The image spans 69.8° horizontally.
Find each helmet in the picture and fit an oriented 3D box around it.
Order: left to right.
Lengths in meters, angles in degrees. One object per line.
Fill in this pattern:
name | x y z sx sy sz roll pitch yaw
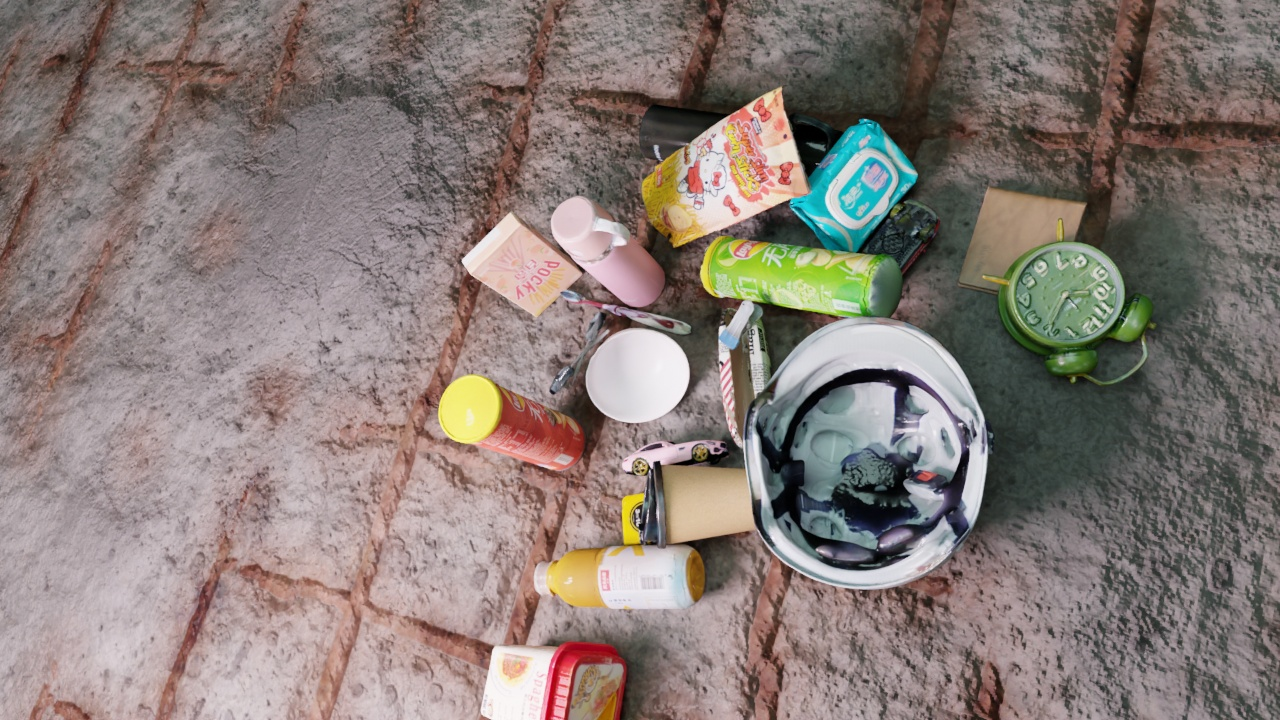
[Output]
helmet | 0.224 0.102 0.899 0.229 0.146 0.258 -4 64 19

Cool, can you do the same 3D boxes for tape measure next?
tape measure | 0.007 0.179 1.035 0.057 0.029 0.060 -12 70 21

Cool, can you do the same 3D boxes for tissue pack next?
tissue pack | 0.233 -0.186 1.011 0.133 0.093 0.050 -51 20 3

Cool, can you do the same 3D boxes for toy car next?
toy car | 0.039 0.107 1.030 0.122 0.056 0.037 -15 76 18
toy car | 0.275 -0.119 1.000 0.053 0.045 0.120 42 99 27

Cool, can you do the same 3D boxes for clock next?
clock | 0.425 -0.049 0.899 0.116 0.056 0.161 -39 76 10

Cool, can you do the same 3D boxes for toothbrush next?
toothbrush | -0.021 -0.061 1.127 0.188 0.017 0.016 17 82 28

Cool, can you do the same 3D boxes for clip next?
clip | 0.109 -0.039 0.995 0.024 0.027 0.056 41 102 32

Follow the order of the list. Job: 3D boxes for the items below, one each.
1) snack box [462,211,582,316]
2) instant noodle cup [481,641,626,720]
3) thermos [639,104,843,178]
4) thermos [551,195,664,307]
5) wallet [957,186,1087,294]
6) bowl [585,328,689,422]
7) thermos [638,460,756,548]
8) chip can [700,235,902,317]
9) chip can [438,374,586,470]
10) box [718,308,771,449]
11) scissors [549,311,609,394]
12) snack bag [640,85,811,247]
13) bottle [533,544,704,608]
snack box | -0.140 -0.113 1.117 0.084 0.157 0.026 -43 61 7
instant noodle cup | -0.096 0.356 0.987 0.124 0.116 0.116 0 74 37
thermos | 0.117 -0.267 1.091 0.243 0.090 0.068 13 60 26
thermos | -0.027 -0.122 1.047 0.087 0.198 0.067 11 78 24
wallet | 0.400 -0.121 0.963 0.101 0.020 0.115 16 84 28
bowl | -0.006 0.006 1.067 0.118 0.118 0.064 -36 24 10
thermos | 0.068 0.150 0.971 0.143 0.093 0.093 -2 72 -2
chip can | 0.173 -0.090 0.995 0.222 0.072 0.072 14 80 40
chip can | -0.135 0.074 1.024 0.073 0.216 0.073 -6 73 21
box | 0.130 0.016 1.014 0.073 0.076 0.163 -14 67 24
scissors | -0.066 -0.009 1.075 0.014 0.181 0.159 33 55 -11
snack bag | 0.096 -0.213 1.046 0.208 0.073 0.128 -20 77 46
bottle | -0.026 0.238 1.009 0.190 0.068 0.068 -6 72 22
